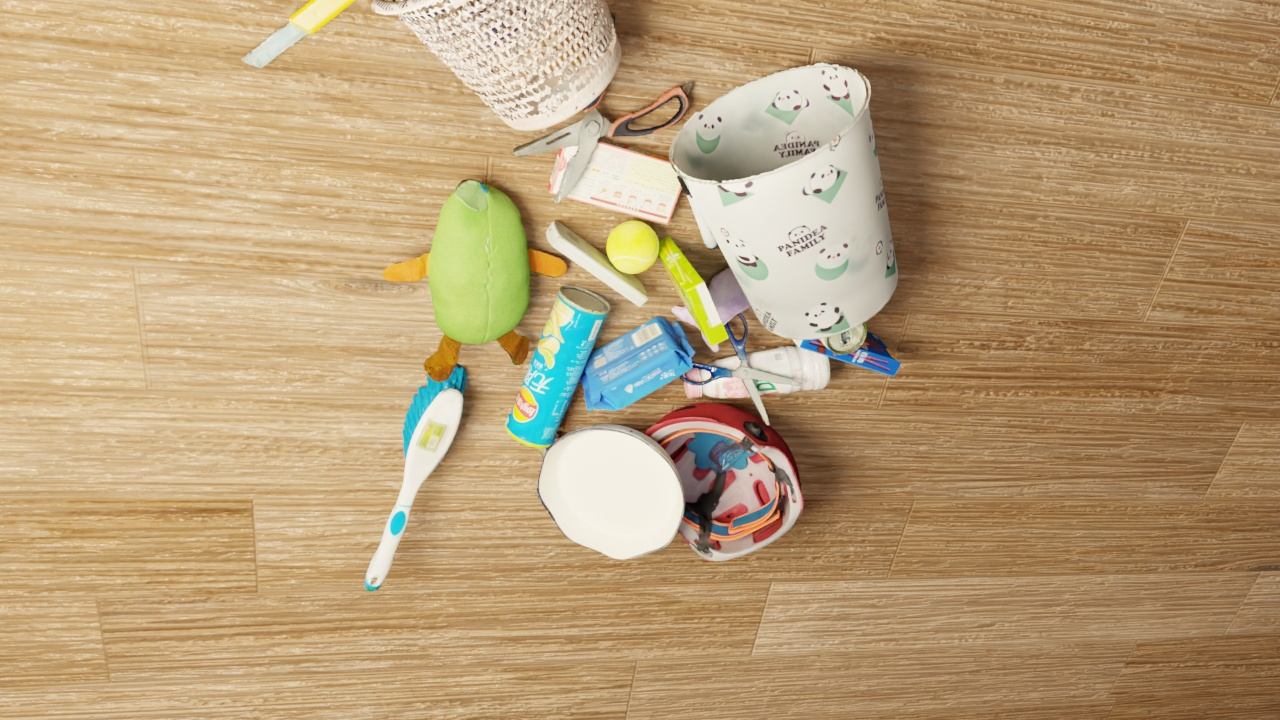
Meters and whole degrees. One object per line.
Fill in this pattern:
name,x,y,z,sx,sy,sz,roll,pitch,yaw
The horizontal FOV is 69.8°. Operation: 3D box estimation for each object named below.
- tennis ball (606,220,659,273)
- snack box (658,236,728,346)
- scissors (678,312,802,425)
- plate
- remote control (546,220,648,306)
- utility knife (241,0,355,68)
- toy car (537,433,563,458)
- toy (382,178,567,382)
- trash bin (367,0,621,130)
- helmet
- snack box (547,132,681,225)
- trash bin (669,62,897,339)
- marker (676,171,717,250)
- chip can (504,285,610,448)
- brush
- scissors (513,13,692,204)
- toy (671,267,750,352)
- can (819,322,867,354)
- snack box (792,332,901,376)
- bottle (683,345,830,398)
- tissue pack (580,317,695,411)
tennis ball,-0.009,-0.141,1.139,0.065,0.065,0.066,-5,120,-10
snack box,0.061,-0.088,1.130,0.026,0.156,0.086,-27,121,1
scissors,0.129,0.007,1.228,0.176,0.012,0.162,-2,83,5
plate,-0.036,0.171,1.234,0.205,0.045,0.205,8,118,16
remote control,-0.054,-0.119,1.144,0.150,0.058,0.021,33,108,-26
utility knife,-0.329,-0.376,0.962,0.219,0.015,0.033,-35,121,5
toy car,-0.108,0.144,1.293,0.042,0.035,0.090,-30,123,6
toy,-0.194,-0.100,1.105,0.226,0.090,0.247,-7,115,-29
trash bin,-0.126,-0.351,0.925,0.227,0.227,0.192,-33,133,6
helmet,0.109,0.146,1.282,0.240,0.143,0.207,43,118,-8
snack box,-0.027,-0.221,1.111,0.155,0.027,0.077,12,115,-19
trash bin,0.186,-0.176,1.080,0.229,0.229,0.252,-27,126,3
marker,0.071,-0.187,1.141,0.022,0.018,0.131,-45,138,-18
chip can,-0.110,0.009,1.196,0.071,0.071,0.211,15,114,-20
brush,-0.303,0.155,1.212,0.060,0.109,0.315,19,113,-25
scissors,-0.041,-0.281,1.060,0.189,0.015,0.226,11,104,-20
toy,0.107,-0.074,1.212,0.108,0.039,0.084,-44,88,7
can,0.239,-0.064,1.189,0.058,0.146,0.058,-5,119,-10
snack box,0.272,-0.027,1.254,0.157,0.084,0.026,16,114,-21
bottle,0.159,0.018,1.267,0.197,0.068,0.068,-7,120,-4
tissue pack,-0.007,0.007,1.205,0.157,0.095,0.052,-28,127,4
